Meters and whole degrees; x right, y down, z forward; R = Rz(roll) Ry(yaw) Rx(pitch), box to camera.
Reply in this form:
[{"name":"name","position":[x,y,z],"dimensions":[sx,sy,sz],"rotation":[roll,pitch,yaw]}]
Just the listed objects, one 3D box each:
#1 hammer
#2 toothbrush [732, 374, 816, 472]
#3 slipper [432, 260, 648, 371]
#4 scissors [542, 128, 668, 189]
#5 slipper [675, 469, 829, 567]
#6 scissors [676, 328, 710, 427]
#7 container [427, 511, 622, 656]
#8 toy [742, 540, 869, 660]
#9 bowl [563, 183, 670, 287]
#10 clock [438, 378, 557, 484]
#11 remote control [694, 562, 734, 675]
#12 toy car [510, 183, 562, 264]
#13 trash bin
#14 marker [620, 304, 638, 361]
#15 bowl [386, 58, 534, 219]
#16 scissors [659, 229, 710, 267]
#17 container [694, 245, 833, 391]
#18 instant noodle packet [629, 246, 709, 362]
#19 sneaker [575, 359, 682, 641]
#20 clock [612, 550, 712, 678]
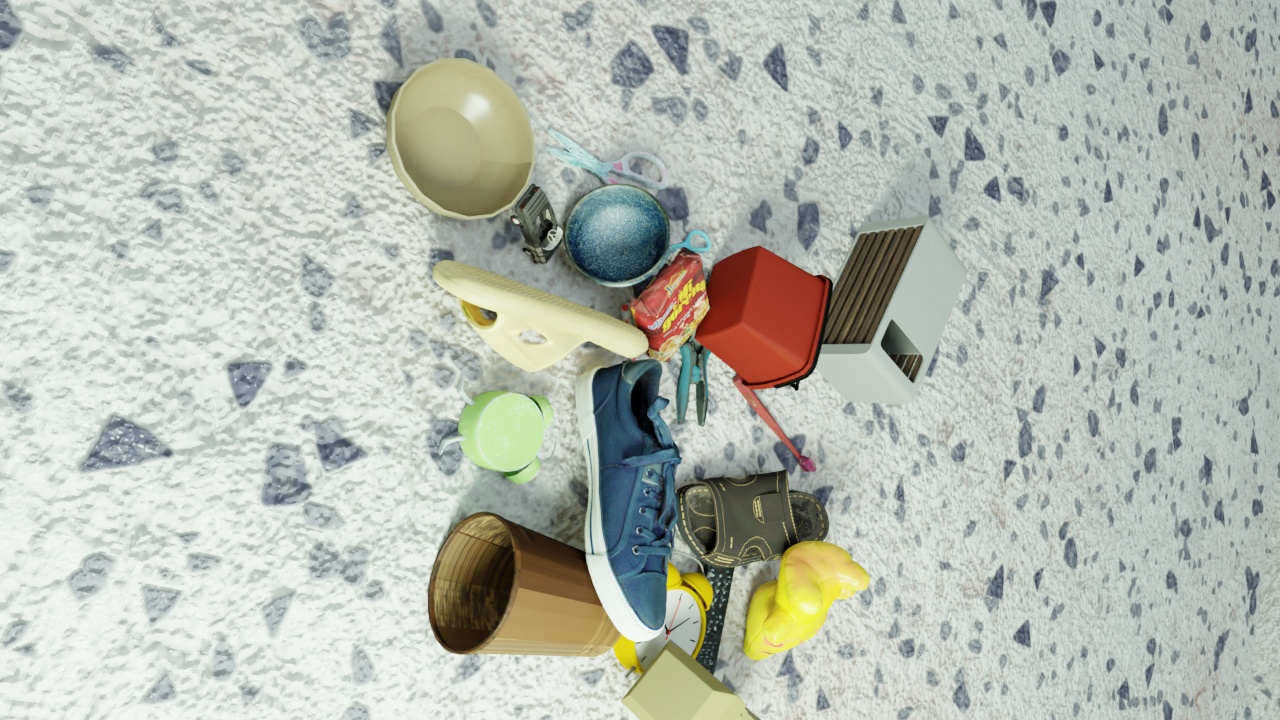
[{"name":"hammer","position":[-0.009,0.486,0.994],"dimensions":[0.324,0.101,0.190],"rotation":[-49,138,-13]},{"name":"toothbrush","position":[0.177,0.085,1.196],"dimensions":[0.190,0.016,0.016],"rotation":[49,63,-28]},{"name":"slipper","position":[-0.105,-0.031,0.931],"dimensions":[0.261,0.111,0.079],"rotation":[17,101,-41]},{"name":"scissors","position":[-0.036,-0.225,1.032],"dimensions":[0.178,0.016,0.102],"rotation":[32,67,-29]},{"name":"slipper","position":[0.151,0.192,1.129],"dimensions":[0.267,0.076,0.113],"rotation":[9,65,-39]},{"name":"scissors","position":[0.062,0.010,1.104],"dimensions":[0.141,0.019,0.127],"rotation":[-49,117,-29]},{"name":"container","position":[-0.104,0.234,0.914],"dimensions":[0.167,0.132,0.132],"rotation":[26,74,-41]},{"name":"toy","position":[0.187,0.294,1.123],"dimensions":[0.134,0.194,0.087],"rotation":[-24,62,-25]},{"name":"bowl","position":[-0.024,-0.129,1.001],"dimensions":[0.114,0.061,0.114],"rotation":[-1,77,3]},{"name":"clock","position":[-0.135,0.074,0.934],"dimensions":[0.119,0.043,0.094],"rotation":[21,78,-37]},{"name":"remote control","position":[0.083,0.308,1.122],"dimensions":[0.047,0.022,0.150],"rotation":[17,82,-37]},{"name":"toy car","position":[-0.103,-0.138,0.943],"dimensions":[0.040,0.037,0.092],"rotation":[-58,157,-23]},{"name":"trash bin","position":[0.336,-0.068,1.258],"dimensions":[0.114,0.115,0.228],"rotation":[42,66,-31]},{"name":"marker","position":[-0.006,0.006,1.054],"dimensions":[0.012,0.013,0.142],"rotation":[-16,100,-37]},{"name":"bowl","position":[-0.180,-0.210,0.891],"dimensions":[0.152,0.051,0.152],"rotation":[0,90,-38]},{"name":"scissors","position":[0.042,-0.120,1.092],"dimensions":[0.133,0.015,0.135],"rotation":[-39,116,-31]},{"name":"container","position":[0.174,-0.034,1.125],"dimensions":[0.200,0.127,0.147],"rotation":[31,62,-28]},{"name":"instant noodle packet","position":[0.036,-0.060,1.030],"dimensions":[0.098,0.040,0.135],"rotation":[-47,158,-13]},{"name":"sneaker","position":[0.009,0.129,0.933],"dimensions":[0.120,0.127,0.294],"rotation":[24,53,-51]},{"name":"clock","position":[0.029,0.296,1.060],"dimensions":[0.113,0.052,0.151],"rotation":[30,76,-35]}]
